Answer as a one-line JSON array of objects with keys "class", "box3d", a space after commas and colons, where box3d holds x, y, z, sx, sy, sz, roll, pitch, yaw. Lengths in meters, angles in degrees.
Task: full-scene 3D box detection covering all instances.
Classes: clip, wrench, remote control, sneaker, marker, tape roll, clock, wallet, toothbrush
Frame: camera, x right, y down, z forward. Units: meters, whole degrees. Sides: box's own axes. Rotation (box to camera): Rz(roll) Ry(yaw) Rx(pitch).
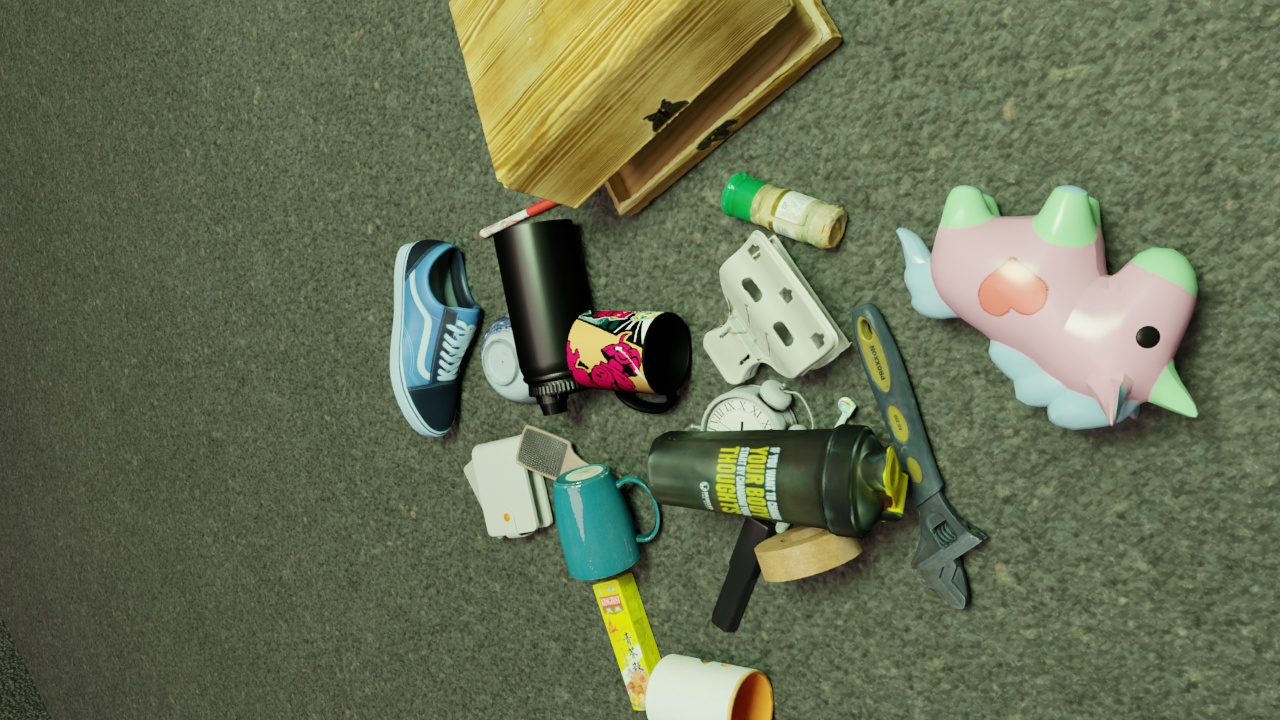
[{"class": "clip", "box3d": [0.125, -0.040, 0.842, 0.126, 0.101, 0.152, 59, 155, 14]}, {"class": "wrench", "box3d": [0.236, 0.081, 0.792, 0.074, 0.022, 0.273, -22, 86, 45]}, {"class": "remote control", "box3d": [0.101, 0.216, 0.926, 0.032, 0.015, 0.137, 30, 116, 29]}, {"class": "sneaker", "box3d": [-0.240, -0.024, 1.098, 0.098, 0.083, 0.241, 3, 98, 37]}, {"class": "marker", "box3d": [-0.134, -0.162, 1.032, 0.143, 0.012, 0.013, -16, 89, 39]}, {"class": "tape roll", "box3d": [0.152, 0.170, 0.829, 0.094, 0.093, 0.027, -22, 86, 38]}, {"class": "clock", "box3d": [0.111, 0.068, 0.876, 0.123, 0.035, 0.094, -29, 82, 38]}, {"class": "wallet", "box3d": [-0.166, 0.155, 1.106, 0.116, 0.037, 0.118, -15, 86, 38]}, {"class": "toothbrush", "box3d": [0.161, 0.102, 0.857, 0.022, 0.015, 0.155, -116, 43, -55]}]

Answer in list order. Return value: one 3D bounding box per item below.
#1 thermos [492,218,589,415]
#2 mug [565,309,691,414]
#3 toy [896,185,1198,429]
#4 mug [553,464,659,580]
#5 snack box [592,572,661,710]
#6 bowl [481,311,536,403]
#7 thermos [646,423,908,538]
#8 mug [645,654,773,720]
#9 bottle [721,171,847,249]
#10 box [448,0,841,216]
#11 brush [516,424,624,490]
[{"class": "thermos", "box3d": [-0.096, -0.044, 0.980, 0.086, 0.086, 0.198, -9, 94, 38]}, {"class": "mug", "box3d": [-0.006, 0.005, 0.934, 0.098, 0.081, 0.118, 4, 129, 37]}, {"class": "toy", "box3d": [0.291, -0.040, 0.676, 0.222, 0.120, 0.171, 8, 94, 35]}, {"class": "mug", "box3d": [-0.036, 0.165, 0.982, 0.112, 0.084, 0.104, -14, 100, 3]}, {"class": "snack box", "box3d": [-0.008, 0.313, 1.021, 0.040, 0.028, 0.148, -22, 86, 38]}, {"class": "bowl", "box3d": [-0.147, -0.002, 1.053, 0.114, 0.045, 0.114, 9, 104, 36]}, {"class": "thermos", "box3d": [0.118, 0.101, 0.805, 0.221, 0.098, 0.098, 0, 99, 30]}, {"class": "mug", "box3d": [0.070, 0.349, 0.936, 0.105, 0.082, 0.082, -2, 98, 39]}, {"class": "bottle", "box3d": [0.127, -0.134, 0.819, 0.111, 0.043, 0.043, 26, 114, 30]}, {"class": "box", "box3d": [-0.009, -0.313, 0.830, 0.280, 0.191, 0.251, -37, 62, 37]}, {"class": "brush", "box3d": [-0.080, 0.117, 1.028, 0.136, 0.015, 0.050, 20, 101, 20]}]
